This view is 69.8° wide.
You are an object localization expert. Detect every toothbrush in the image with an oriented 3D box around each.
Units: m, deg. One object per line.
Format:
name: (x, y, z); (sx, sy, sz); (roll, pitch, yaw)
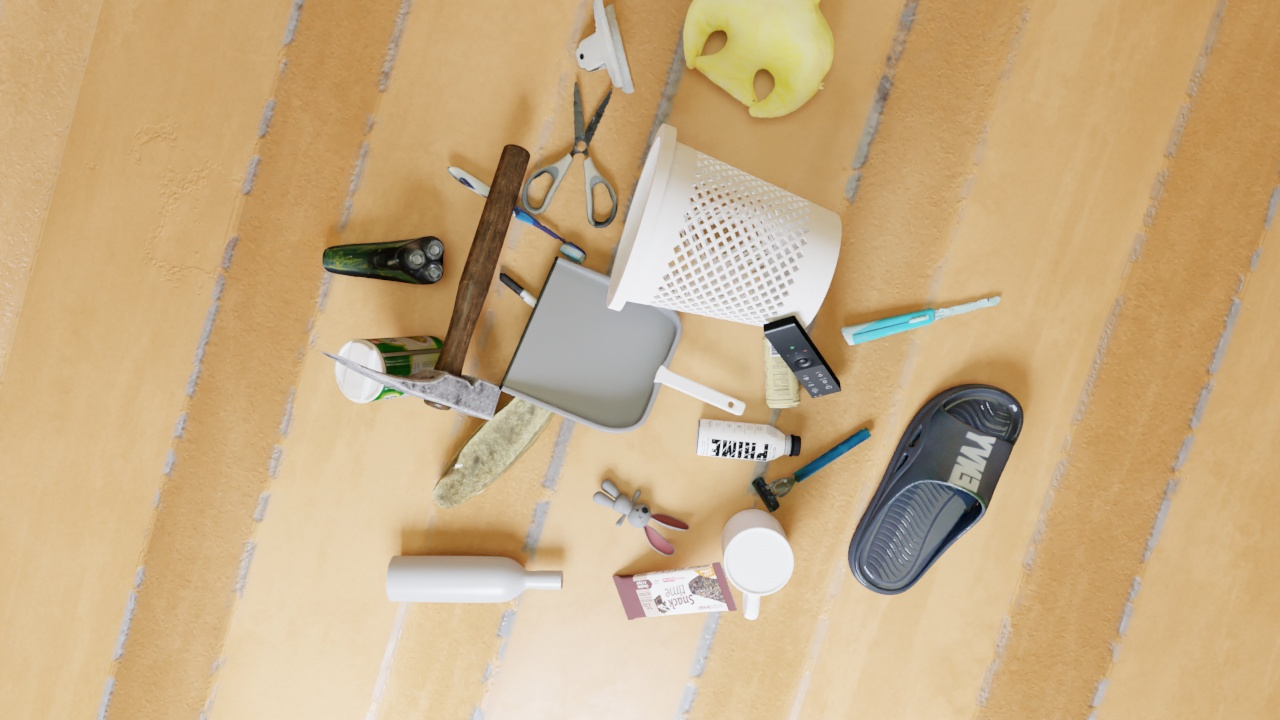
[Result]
toothbrush: (-0.142, -0.165, 1.039); (0.189, 0.016, 0.017); (34, 62, 1)

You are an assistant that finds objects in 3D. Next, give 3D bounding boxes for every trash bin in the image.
trash bin: (0.088, -0.120, 0.956); (0.199, 0.195, 0.195); (16, 94, -7)

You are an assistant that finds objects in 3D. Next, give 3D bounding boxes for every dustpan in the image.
dustpan: (-0.006, 0.006, 1.017); (0.257, 0.033, 0.163); (23, 82, -4)

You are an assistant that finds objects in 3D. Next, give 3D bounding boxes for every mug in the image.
mug: (0.125, 0.227, 1.010); (0.074, 0.090, 0.110); (5, 93, 3)

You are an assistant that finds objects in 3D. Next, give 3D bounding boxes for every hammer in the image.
hammer: (-0.196, -0.103, 0.961); (0.037, 0.217, 0.300); (10, 80, 35)

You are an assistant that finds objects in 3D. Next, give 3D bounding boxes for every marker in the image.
marker: (-0.102, -0.051, 1.048); (0.152, 0.011, 0.011); (39, 94, 0)

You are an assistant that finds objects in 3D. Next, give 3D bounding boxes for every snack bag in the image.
snack bag: (0.034, 0.257, 1.015); (0.158, 0.013, 0.057); (-17, 94, 39)

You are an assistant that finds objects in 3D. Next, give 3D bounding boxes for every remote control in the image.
remote control: (0.174, -0.001, 0.975); (0.034, 0.150, 0.013); (-16, 54, 24)

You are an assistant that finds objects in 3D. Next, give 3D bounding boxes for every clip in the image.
clip: (-0.041, -0.346, 1.018); (0.052, 0.058, 0.102); (-15, 91, -20)

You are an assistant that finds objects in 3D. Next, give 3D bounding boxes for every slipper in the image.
slipper: (0.320, 0.143, 0.999); (0.110, 0.083, 0.268); (32, 96, 3)

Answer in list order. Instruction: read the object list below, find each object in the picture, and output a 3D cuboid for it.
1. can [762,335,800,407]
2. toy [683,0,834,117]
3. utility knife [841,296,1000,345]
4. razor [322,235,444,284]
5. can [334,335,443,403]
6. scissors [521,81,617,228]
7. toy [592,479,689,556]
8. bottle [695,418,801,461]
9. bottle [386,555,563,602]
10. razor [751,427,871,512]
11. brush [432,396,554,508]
can: (0.157, 0.011, 1.022); (0.038, 0.038, 0.079); (-4, 93, 3)
toy: (0.135, -0.352, 0.991); (0.170, 0.064, 0.155); (39, 100, 1)
utility knife: (0.313, -0.049, 1.023); (0.179, 0.015, 0.022); (-15, 91, 2)
razor: (-0.291, -0.114, 1.030); (0.151, 0.067, 0.054); (3, 89, 11)
can: (-0.267, 0.007, 0.998); (0.067, 0.120, 0.067); (2, 94, 26)
scissors: (-0.073, -0.222, 1.035); (0.166, 0.012, 0.157); (-30, 93, 5)
toy: (-0.002, 0.176, 1.045); (0.111, 0.030, 0.049); (33, 66, 4)
bottle: (0.121, 0.091, 1.027); (0.116, 0.041, 0.041); (5, 93, 3)
bottle: (-0.187, 0.250, 1.049); (0.195, 0.052, 0.052); (0, 93, 3)
razor: (0.197, 0.118, 1.035); (0.144, 0.022, 0.042); (-33, 92, 4)
brush: (-0.164, 0.097, 1.043); (0.195, 0.043, 0.059); (-45, 90, 3)
